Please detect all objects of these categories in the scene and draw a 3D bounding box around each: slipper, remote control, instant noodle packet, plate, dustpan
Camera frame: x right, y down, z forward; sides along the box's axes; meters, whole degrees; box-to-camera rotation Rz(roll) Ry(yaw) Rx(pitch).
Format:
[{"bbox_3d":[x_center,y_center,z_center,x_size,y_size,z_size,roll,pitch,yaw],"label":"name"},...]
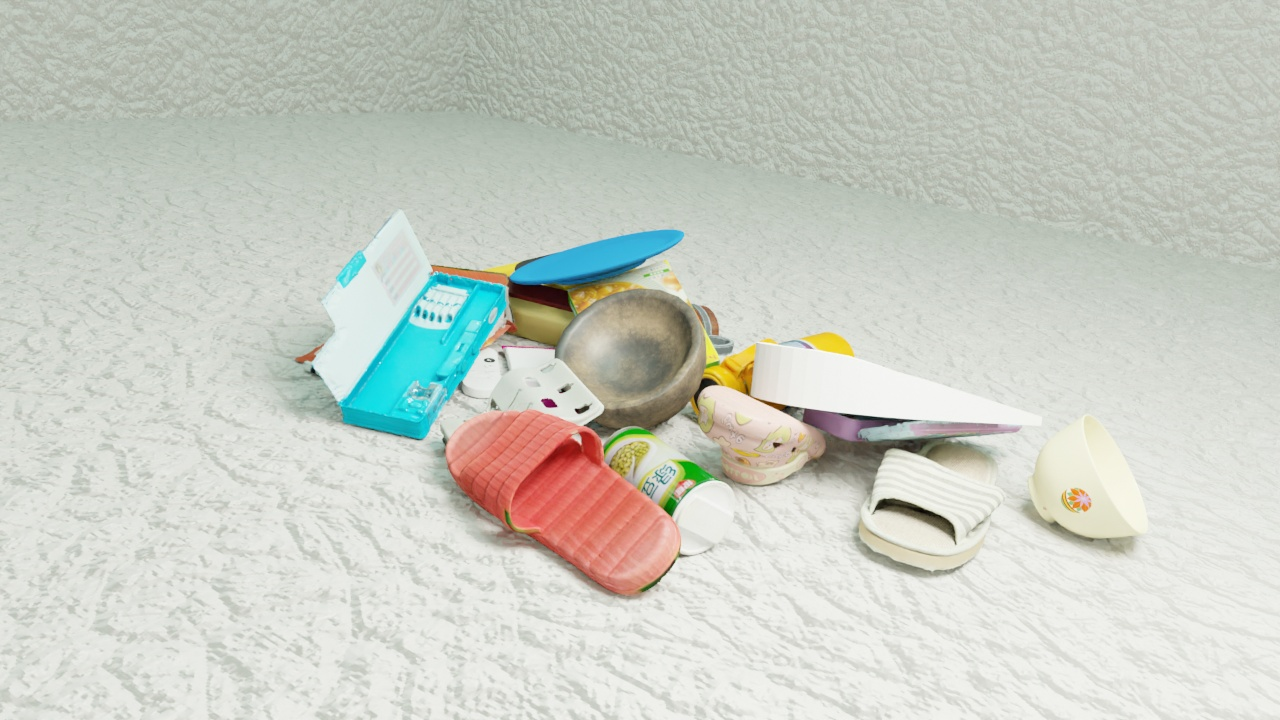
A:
[{"bbox_3d":[0.284,0.122,0.872,0.114,0.054,0.271,23,22,26],"label":"slipper"},{"bbox_3d":[0.117,0.083,0.890,0.093,0.081,0.197,25,2,35],"label":"slipper"},{"bbox_3d":[-0.185,0.012,1.062,0.043,0.013,0.136,2,21,-13],"label":"remote control"},{"bbox_3d":[-0.276,-0.033,1.095,0.164,0.084,0.220,10,32,25],"label":"instant noodle packet"},{"bbox_3d":[-0.073,0.097,0.747,0.249,0.059,0.103,26,65,36],"label":"slipper"},{"bbox_3d":[-0.052,-0.123,1.151,0.224,0.024,0.224,-13,15,4],"label":"plate"},{"bbox_3d":[0.238,0.020,0.928,0.257,0.053,0.192,4,4,-24],"label":"dustpan"}]

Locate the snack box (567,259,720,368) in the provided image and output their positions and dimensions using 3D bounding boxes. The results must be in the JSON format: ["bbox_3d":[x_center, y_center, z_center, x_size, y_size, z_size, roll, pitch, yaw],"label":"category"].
[{"bbox_3d":[0.001,-0.038,1.081,0.132,0.027,0.168,-18,55,-11],"label":"snack box"}]

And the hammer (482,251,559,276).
[{"bbox_3d":[-0.159,-0.131,1.286,0.324,0.029,0.127,-12,19,4],"label":"hammer"}]

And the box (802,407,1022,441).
[{"bbox_3d":[0.291,0.066,0.976,0.213,0.040,0.152,2,1,-41],"label":"box"}]

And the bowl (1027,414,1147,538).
[{"bbox_3d":[0.414,0.120,0.871,0.074,0.118,0.117,-31,-3,35],"label":"bowl"}]

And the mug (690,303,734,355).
[{"bbox_3d":[0.050,-0.030,1.161,0.110,0.081,0.117,-6,23,-40],"label":"mug"}]

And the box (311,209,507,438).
[{"bbox_3d":[-0.250,-0.033,0.962,0.168,0.087,0.226,37,42,-14],"label":"box"}]

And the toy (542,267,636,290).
[{"bbox_3d":[-0.063,-0.097,1.291,0.134,0.087,0.193,-15,16,6],"label":"toy"}]

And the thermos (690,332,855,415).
[{"bbox_3d":[0.154,0.012,1.061,0.232,0.091,0.076,-13,15,-43],"label":"thermos"}]

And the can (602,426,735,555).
[{"bbox_3d":[0.020,0.109,0.789,0.067,0.067,0.121,-8,25,-35],"label":"can"}]

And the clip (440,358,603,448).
[{"bbox_3d":[-0.114,0.071,0.888,0.151,0.105,0.126,-33,31,-11],"label":"clip"}]

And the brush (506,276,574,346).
[{"bbox_3d":[-0.121,-0.055,1.176,0.173,0.082,0.041,15,59,20],"label":"brush"}]

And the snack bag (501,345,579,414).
[{"bbox_3d":[-0.119,0.020,1.057,0.070,0.016,0.196,4,21,-15],"label":"snack bag"}]

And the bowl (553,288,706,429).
[{"bbox_3d":[-0.006,0.006,0.975,0.162,0.070,0.162,-10,50,12],"label":"bowl"}]

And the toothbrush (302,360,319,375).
[{"bbox_3d":[-0.292,0.030,0.978,0.187,0.012,0.017,17,26,25],"label":"toothbrush"}]
